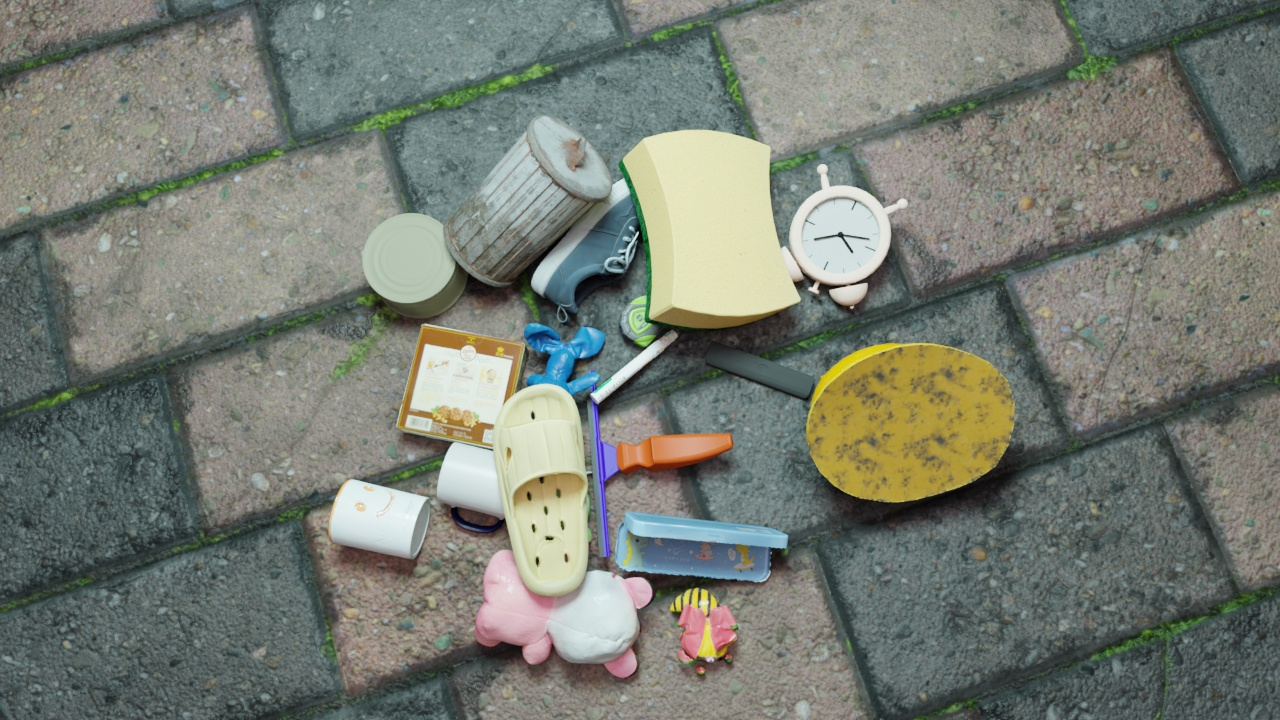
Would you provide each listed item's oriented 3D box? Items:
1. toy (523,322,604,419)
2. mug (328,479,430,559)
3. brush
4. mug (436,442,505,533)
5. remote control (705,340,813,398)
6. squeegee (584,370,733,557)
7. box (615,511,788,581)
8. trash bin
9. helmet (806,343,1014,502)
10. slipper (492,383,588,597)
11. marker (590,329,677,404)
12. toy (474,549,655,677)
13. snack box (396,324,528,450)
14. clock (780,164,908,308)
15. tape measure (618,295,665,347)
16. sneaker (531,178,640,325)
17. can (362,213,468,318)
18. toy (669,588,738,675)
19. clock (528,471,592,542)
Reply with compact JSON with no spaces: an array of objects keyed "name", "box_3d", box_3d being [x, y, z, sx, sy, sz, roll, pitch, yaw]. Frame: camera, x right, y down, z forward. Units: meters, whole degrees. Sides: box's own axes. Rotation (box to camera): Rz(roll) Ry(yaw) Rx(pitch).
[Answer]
[{"name":"toy","box_3d":[-0.117,0.024,1.202,0.112,0.071,0.176,22,82,-16]},{"name":"mug","box_3d":[-0.329,0.202,1.164,0.105,0.082,0.082,13,79,1]},{"name":"brush","box_3d":[0.089,-0.168,1.196,0.194,0.075,0.250,-4,79,-28]},{"name":"mug","box_3d":[-0.204,0.169,1.179,0.097,0.078,0.112,13,107,3]},{"name":"remote control","box_3d":[0.160,0.012,1.234,0.147,0.015,0.033,20,79,4]},{"name":"squeegee","box_3d":[0.029,0.120,1.191,0.185,0.055,0.249,-11,70,13]},{"name":"box","box_3d":[0.075,0.238,1.140,0.210,0.072,0.079,10,92,-16]},{"name":"trash bin","box_3d":[-0.141,-0.204,1.172,0.212,0.130,0.131,-39,79,30]},{"name":"helmet","box_3d":[0.320,0.060,1.163,0.255,0.131,0.205,-1,109,-6]},{"name":"slipper","box_3d":[-0.117,0.150,1.100,0.111,0.079,0.261,-6,76,-8]},{"name":"marker","box_3d":[-0.007,0.007,1.223,0.145,0.017,0.017,-39,81,-17]},{"name":"toy","box_3d":[-0.095,0.315,1.136,0.213,0.084,0.142,13,92,1]},{"name":"snack box","box_3d":[-0.234,0.036,1.217,0.143,0.041,0.147,10,79,2]},{"name":"clock","box_3d":[0.267,-0.165,1.246,0.131,0.086,0.160,25,89,5]},{"name":"tape measure","box_3d":[0.002,-0.052,1.238,0.065,0.036,0.058,-42,91,-11]},{"name":"sneaker","box_3d":[-0.045,-0.153,1.233,0.087,0.089,0.235,42,87,11]},{"name":"can","box_3d":[-0.302,-0.127,1.234,0.128,0.073,0.127,0,78,0]},{"name":"toy","box_3d":[0.080,0.338,1.156,0.084,0.046,0.103,-25,74,9]},{"name":"clock","box_3d":[-0.107,0.196,1.184,0.094,0.042,0.119,6,79,2]}]
